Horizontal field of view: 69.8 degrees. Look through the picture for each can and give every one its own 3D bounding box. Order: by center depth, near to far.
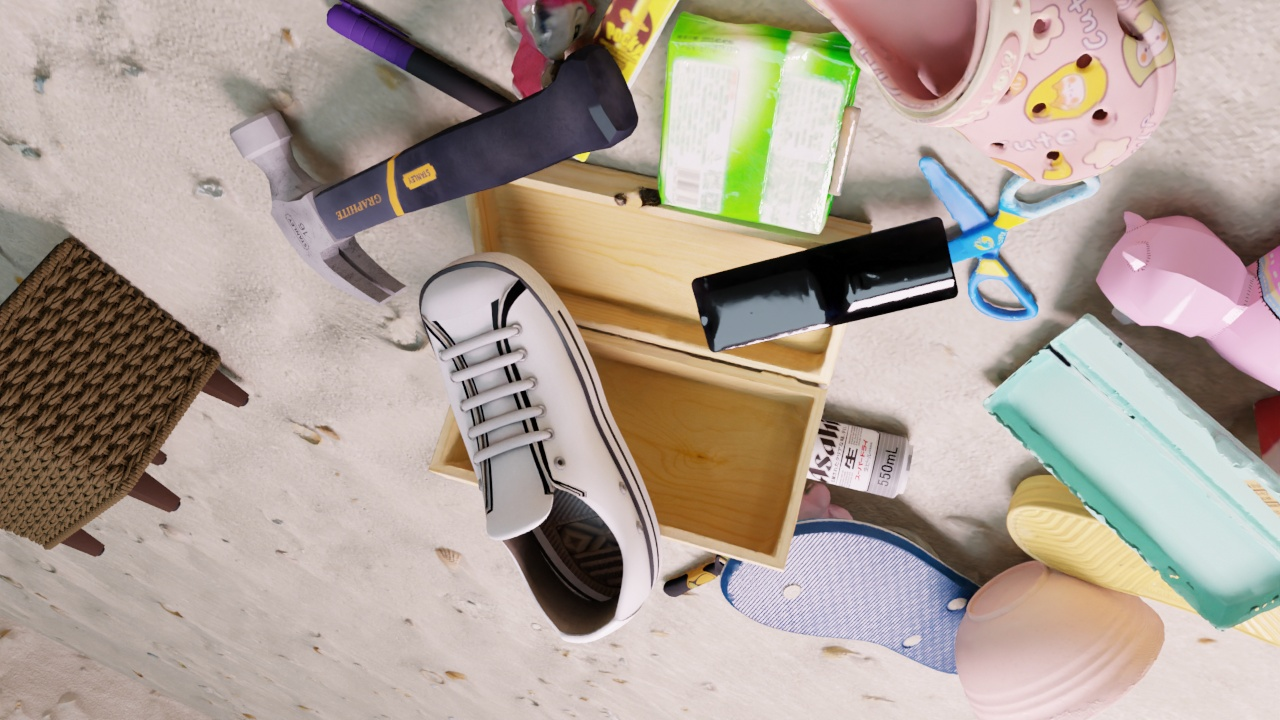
[{"bbox_3d":[0.135,0.065,0.651,0.107,0.043,0.044,12,141,13],"label":"can"}]

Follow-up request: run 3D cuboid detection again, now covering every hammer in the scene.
[{"bbox_3d":[-0.124,-0.111,0.516,0.313,0.035,0.139,-8,116,45],"label":"hammer"}]

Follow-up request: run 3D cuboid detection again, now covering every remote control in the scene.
[{"bbox_3d":[0.099,-0.040,0.506,0.141,0.021,0.045,-13,101,19],"label":"remote control"}]

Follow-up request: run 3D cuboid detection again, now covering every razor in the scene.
[{"bbox_3d":[0.061,0.201,0.867,0.044,0.021,0.144,32,143,-11],"label":"razor"}]

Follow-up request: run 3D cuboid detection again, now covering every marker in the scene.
[{"bbox_3d":[-0.118,-0.167,0.528,0.134,0.015,0.018,28,113,-7],"label":"marker"}]

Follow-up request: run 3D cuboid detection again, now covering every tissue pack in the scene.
[{"bbox_3d":[0.060,-0.119,0.476,0.099,0.034,0.114,14,136,10],"label":"tissue pack"}]

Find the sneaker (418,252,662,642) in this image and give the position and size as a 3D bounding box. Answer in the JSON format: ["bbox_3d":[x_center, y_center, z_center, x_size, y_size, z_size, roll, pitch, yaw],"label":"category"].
[{"bbox_3d":[-0.068,0.059,0.540,0.091,0.097,0.245,-17,102,20],"label":"sneaker"}]

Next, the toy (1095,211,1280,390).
[{"bbox_3d":[0.310,-0.036,0.432,0.157,0.067,0.124,28,140,0],"label":"toy"}]

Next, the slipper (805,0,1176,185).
[{"bbox_3d":[0.139,-0.138,0.386,0.197,0.081,0.093,35,139,-11],"label":"slipper"}]

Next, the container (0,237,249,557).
[{"bbox_3d":[-0.547,0.063,0.884,0.205,0.176,0.322,40,139,-25],"label":"container"}]

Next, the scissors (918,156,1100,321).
[{"bbox_3d":[0.189,-0.066,0.498,0.125,0.013,0.127,41,134,-23],"label":"scissors"}]

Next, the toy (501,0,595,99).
[{"bbox_3d":[-0.050,-0.175,0.468,0.065,0.050,0.103,49,155,27],"label":"toy"}]

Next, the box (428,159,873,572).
[{"bbox_3d":[0.001,-0.002,0.604,0.248,0.118,0.253,14,115,10],"label":"box"}]

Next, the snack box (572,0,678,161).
[{"bbox_3d":[0.000,-0.165,0.436,0.025,0.061,0.149,30,141,-8],"label":"snack box"}]

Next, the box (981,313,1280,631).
[{"bbox_3d":[0.290,0.059,0.503,0.187,0.055,0.138,47,157,13],"label":"box"}]

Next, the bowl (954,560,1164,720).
[{"bbox_3d":[0.287,0.196,0.667,0.076,0.152,0.153,52,139,4],"label":"bowl"}]

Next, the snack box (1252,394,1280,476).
[{"bbox_3d":[0.444,0.019,0.423,0.044,0.076,0.274,39,140,-26],"label":"snack box"}]

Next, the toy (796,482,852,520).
[{"bbox_3d":[0.120,0.133,0.743,0.095,0.041,0.109,38,126,-18],"label":"toy"}]

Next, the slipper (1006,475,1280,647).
[{"bbox_3d":[0.368,0.112,0.571,0.264,0.078,0.099,10,140,43],"label":"slipper"}]

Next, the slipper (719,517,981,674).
[{"bbox_3d":[0.189,0.178,0.731,0.294,0.060,0.118,26,119,-27],"label":"slipper"}]
